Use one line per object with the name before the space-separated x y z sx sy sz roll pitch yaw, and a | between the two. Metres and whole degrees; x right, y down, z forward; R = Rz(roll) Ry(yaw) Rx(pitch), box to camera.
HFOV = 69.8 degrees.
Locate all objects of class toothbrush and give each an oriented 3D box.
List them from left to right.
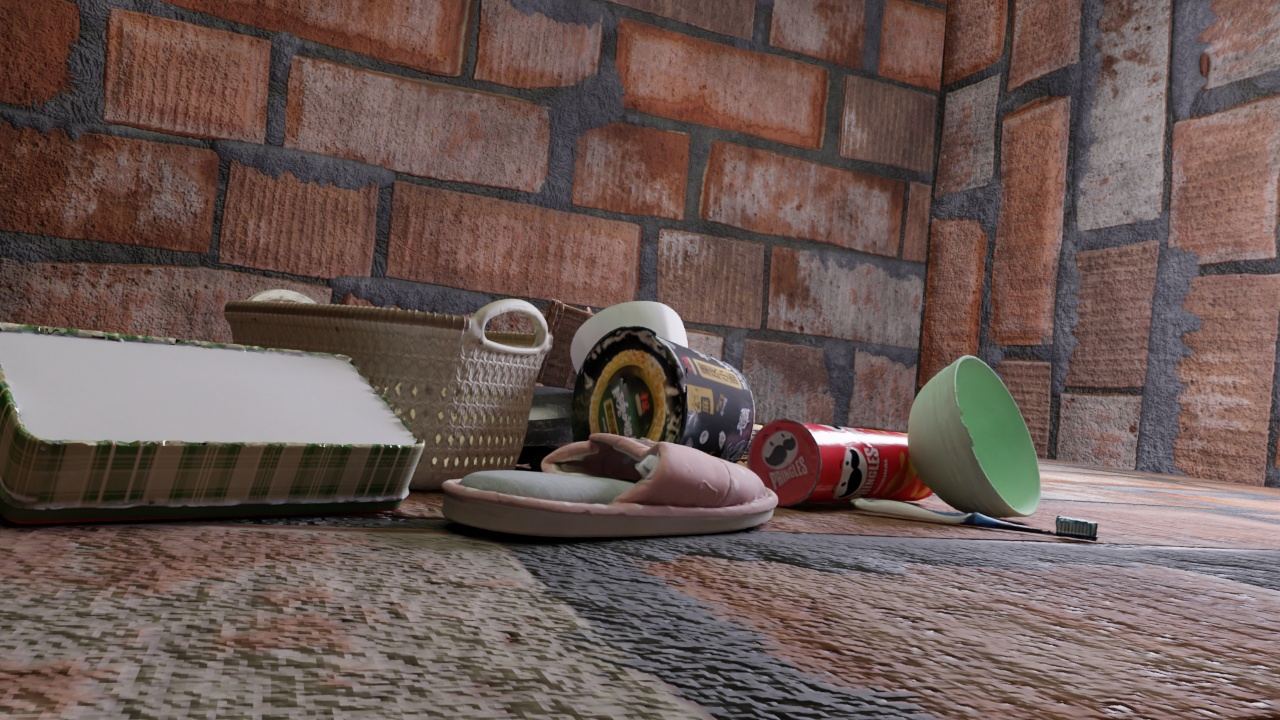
toothbrush | 0.265 0.125 0.738 0.189 0.017 0.016 5 -1 15

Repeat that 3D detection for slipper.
slipper | -0.005 0.075 0.578 0.114 0.054 0.273 4 -2 39

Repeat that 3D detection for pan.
pan | -0.130 0.043 0.972 0.207 0.040 0.356 1 6 -1

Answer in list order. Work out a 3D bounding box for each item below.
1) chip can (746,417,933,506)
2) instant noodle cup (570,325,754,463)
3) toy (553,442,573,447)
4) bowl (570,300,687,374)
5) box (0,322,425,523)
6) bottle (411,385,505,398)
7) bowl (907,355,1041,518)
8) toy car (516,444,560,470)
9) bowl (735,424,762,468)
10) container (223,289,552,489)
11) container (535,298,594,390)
chip can | 0.196 0.096 0.837 0.073 0.073 0.232 3 -4 44
instant noodle cup | 0.025 0.044 0.785 0.112 0.137 0.137 8 -3 -44
toy | -0.101 0.089 1.041 0.063 0.047 0.110 10 -13 -28
bowl | -0.005 0.005 0.877 0.116 0.065 0.116 -11 -39 -9
box | -0.228 0.034 0.490 0.205 0.050 0.118 7 23 -49
bottle | -0.187 0.008 0.844 0.146 0.051 0.051 3 -3 23
bowl | 0.295 0.078 0.838 0.077 0.150 0.150 -28 -23 37
toy car | -0.128 0.085 0.893 0.112 0.034 0.046 5 -2 12
bowl | 0.062 0.090 0.901 0.112 0.061 0.112 5 -2 0
container | -0.201 0.018 0.723 0.247 0.143 0.184 4 -2 28
container | -0.097 0.022 1.287 0.113 0.198 0.114 17 -3 1
